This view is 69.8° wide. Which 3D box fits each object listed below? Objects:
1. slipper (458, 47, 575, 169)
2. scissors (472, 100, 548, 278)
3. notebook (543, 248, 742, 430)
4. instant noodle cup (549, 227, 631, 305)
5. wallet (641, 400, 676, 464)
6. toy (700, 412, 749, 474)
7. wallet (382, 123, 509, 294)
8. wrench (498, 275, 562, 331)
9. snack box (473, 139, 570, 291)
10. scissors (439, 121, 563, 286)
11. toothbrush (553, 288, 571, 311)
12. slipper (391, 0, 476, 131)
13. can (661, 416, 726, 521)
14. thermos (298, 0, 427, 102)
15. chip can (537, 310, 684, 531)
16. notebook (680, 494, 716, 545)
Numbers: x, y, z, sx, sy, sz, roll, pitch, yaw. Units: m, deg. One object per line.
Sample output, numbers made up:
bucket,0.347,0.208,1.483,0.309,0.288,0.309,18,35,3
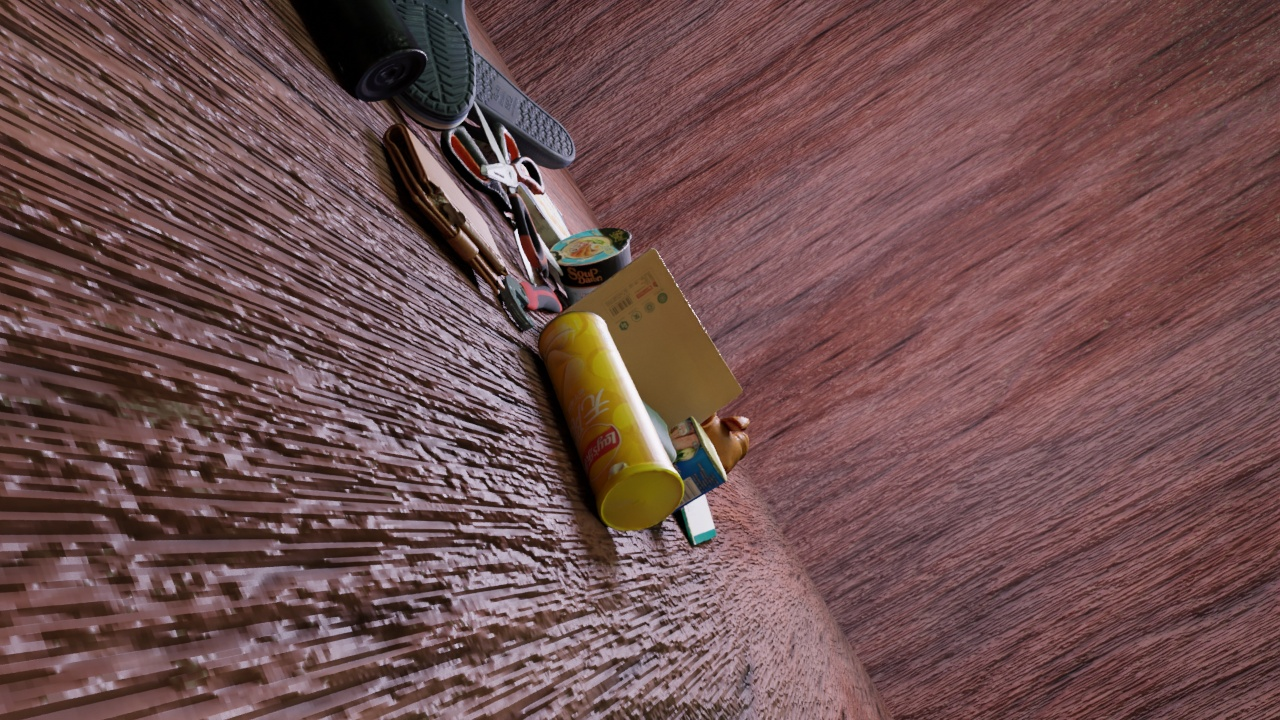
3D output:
slipper,-0.209,-0.323,1.191,0.268,0.084,0.110,33,37,-26
scissors,-0.140,-0.198,1.026,0.188,0.015,0.223,-89,163,-51
notebook,0.008,-0.001,1.023,0.208,0.147,0.008,56,-6,-23
instant noodle cup,-0.054,-0.096,1.194,0.111,0.111,0.120,-112,-172,-61
wallet,-0.023,0.053,0.958,0.129,0.037,0.106,41,8,-15
toy,0.081,0.078,1.346,0.199,0.140,0.130,62,21,-19
wallet,-0.162,-0.127,0.779,0.107,0.031,0.132,59,5,39
wrench,-0.111,-0.064,0.969,0.056,0.016,0.273,60,5,-3
snack box,-0.153,-0.210,1.266,0.178,0.046,0.182,52,8,-41
scissors,-0.156,-0.197,1.080,0.221,0.022,0.231,41,33,-44
toothbrush,-0.059,-0.011,1.181,0.189,0.014,0.017,58,15,-14
slipper,-0.238,-0.337,0.972,0.105,0.095,0.252,8,55,-27
can,0.041,0.115,0.997,0.057,0.083,0.102,56,6,-23
thermos,-0.267,-0.338,0.782,0.242,0.068,0.090,59,10,5
chip can,-0.031,0.046,0.792,0.072,0.072,0.213,54,7,-43
notebook,0.061,0.157,1.172,0.209,0.012,0.150,34,39,-76
